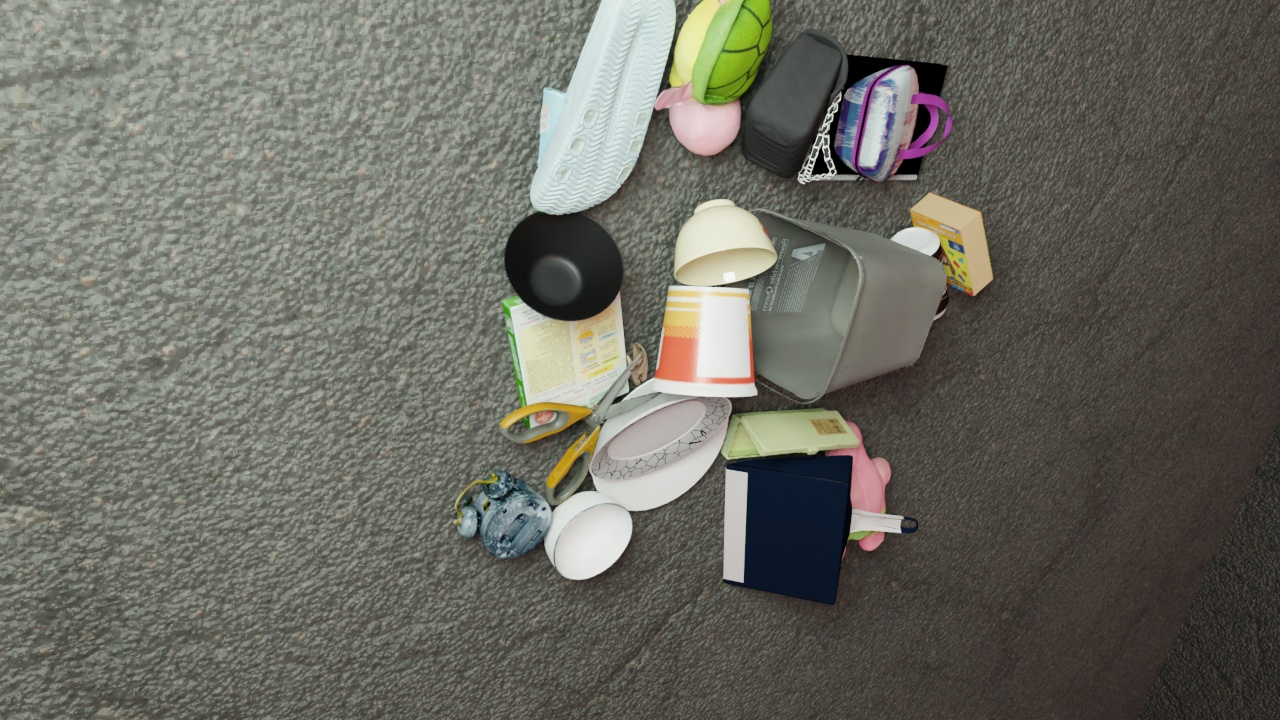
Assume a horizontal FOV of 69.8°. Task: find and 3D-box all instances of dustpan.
[{"bbox_3d":[0.265,0.243,1.351,0.079,0.273,0.237,-59,153,-53],"label":"dustpan"}]

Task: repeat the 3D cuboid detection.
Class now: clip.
[{"bbox_3d":[-0.009,0.007,1.101,0.044,0.024,0.062,-18,131,-28],"label":"clip"}]

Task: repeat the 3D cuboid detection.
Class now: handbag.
[{"bbox_3d":[0.182,-0.266,0.982,0.125,0.115,0.153,-60,171,-3],"label":"handbag"},{"bbox_3d":[0.323,-0.288,1.128,0.169,0.068,0.145,-13,120,-38],"label":"handbag"}]

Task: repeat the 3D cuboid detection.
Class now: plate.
[{"bbox_3d":[0.025,0.103,1.188,0.208,0.015,0.209,-17,126,-26],"label":"plate"},{"bbox_3d":[0.022,0.089,1.112,0.188,0.016,0.189,-22,155,-11],"label":"plate"}]

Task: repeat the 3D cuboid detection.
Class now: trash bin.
[{"bbox_3d":[0.241,-0.073,1.135,0.219,0.197,0.198,-6,119,-41],"label":"trash bin"}]

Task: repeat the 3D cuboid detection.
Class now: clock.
[{"bbox_3d":[-0.162,0.179,1.073,0.090,0.052,0.129,-51,134,1],"label":"clock"}]

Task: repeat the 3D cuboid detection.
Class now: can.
[{"bbox_3d":[0.389,-0.119,1.285,0.071,0.072,0.129,-38,132,-13],"label":"can"}]

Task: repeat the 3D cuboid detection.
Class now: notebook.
[{"bbox_3d":[0.292,-0.299,1.146,0.206,0.016,0.149,-8,119,-33],"label":"notebook"}]

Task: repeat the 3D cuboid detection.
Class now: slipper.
[{"bbox_3d":[-0.042,-0.253,0.886,0.103,0.074,0.246,-4,128,-44],"label":"slipper"}]

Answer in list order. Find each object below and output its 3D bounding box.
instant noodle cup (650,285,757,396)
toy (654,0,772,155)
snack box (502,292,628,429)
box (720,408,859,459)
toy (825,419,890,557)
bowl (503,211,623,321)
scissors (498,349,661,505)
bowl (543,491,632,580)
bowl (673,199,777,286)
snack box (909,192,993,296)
[{"bbox_3d":[0.077,-0.024,1.073,0.123,0.124,0.121,0,95,-36],"label":"instant noodle cup"},{"bbox_3d":[0.077,-0.302,0.901,0.239,0.088,0.189,106,10,-48],"label":"toy"},{"bbox_3d":[-0.080,-0.013,1.035,0.131,0.027,0.168,-22,128,-24],"label":"snack box"},{"bbox_3d":[0.205,0.114,1.300,0.187,0.091,0.083,1,139,-33],"label":"box"},{"bbox_3d":[0.315,0.196,1.410,0.191,0.097,0.237,-18,115,-22],"label":"toy"},{"bbox_3d":[-0.084,-0.090,0.953,0.123,0.124,0.053,-24,171,-23],"label":"bowl"},{"bbox_3d":[-0.073,0.074,1.066,0.224,0.016,0.225,20,107,-48],"label":"scissors"},{"bbox_3d":[-0.073,0.211,1.149,0.113,0.063,0.114,-18,125,-27],"label":"bowl"},{"bbox_3d":[0.091,-0.140,1.046,0.117,0.118,0.074,2,72,-37],"label":"bowl"},{"bbox_3d":[0.435,-0.162,1.282,0.040,0.088,0.126,-40,132,-10],"label":"snack box"}]
